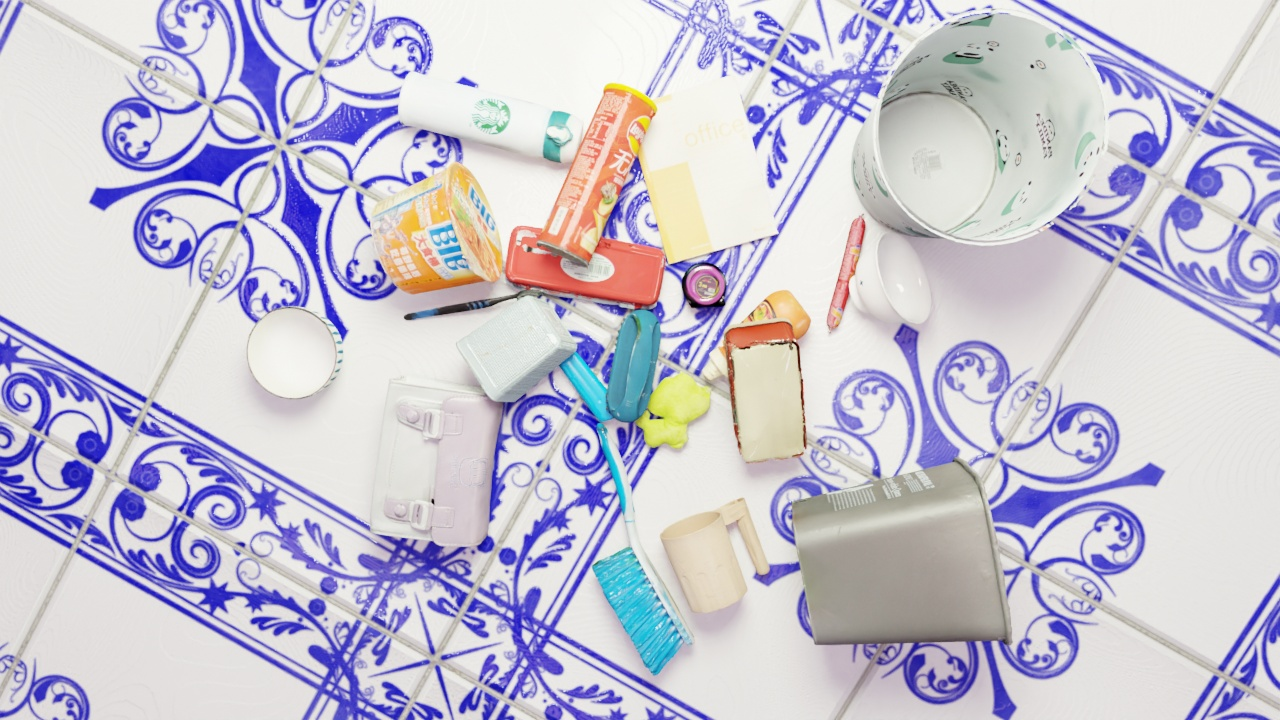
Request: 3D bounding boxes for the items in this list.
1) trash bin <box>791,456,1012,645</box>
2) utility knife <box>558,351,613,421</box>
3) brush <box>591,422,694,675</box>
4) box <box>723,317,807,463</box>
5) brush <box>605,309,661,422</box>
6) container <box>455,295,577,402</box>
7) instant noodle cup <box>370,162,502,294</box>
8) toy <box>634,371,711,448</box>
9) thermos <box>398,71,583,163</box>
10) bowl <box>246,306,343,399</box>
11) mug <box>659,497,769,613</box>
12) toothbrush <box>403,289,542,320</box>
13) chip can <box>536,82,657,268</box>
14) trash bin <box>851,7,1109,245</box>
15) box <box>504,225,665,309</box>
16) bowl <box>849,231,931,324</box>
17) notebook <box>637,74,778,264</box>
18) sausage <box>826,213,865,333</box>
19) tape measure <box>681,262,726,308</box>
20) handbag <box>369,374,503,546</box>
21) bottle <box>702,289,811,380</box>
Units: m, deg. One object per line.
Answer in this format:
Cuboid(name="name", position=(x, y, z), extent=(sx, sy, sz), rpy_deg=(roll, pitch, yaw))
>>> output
Cuboid(name="trash bin", position=(0.302, 0.234, 1.098), extent=(0.220, 0.199, 0.198), rpy_deg=(-10, 92, 10))
Cuboid(name="utility knife", position=(-0.089, 0.003, 1.180), extent=(0.034, 0.018, 0.185), rpy_deg=(-37, 89, -2))
Cuboid(name="brush", position=(-0.018, 0.241, 1.180), extent=(0.109, 0.060, 0.314), rpy_deg=(-30, 90, -1))
Cuboid(name="box", position=(0.151, 0.043, 1.110), extent=(0.091, 0.077, 0.168), rpy_deg=(-8, 119, 3))
Cuboid(name="brush", position=(-0.007, 0.007, 1.142), extent=(0.055, 0.073, 0.143), rpy_deg=(12, 85, -10))
Cuboid(name="container", position=(-0.149, -0.016, 1.135), extent=(0.111, 0.090, 0.090), rpy_deg=(-35, 80, 9))
Cuboid(name="instant noodle cup", position=(-0.249, -0.152, 1.118), extent=(0.111, 0.151, 0.151), rpy_deg=(-15, 93, 12))
Cuboid(name="toy", position=(0.041, 0.063, 1.171), extent=(0.097, 0.031, 0.100), rpy_deg=(3, 95, 5))
Cuboid(name="thermos", position=(-0.181, -0.298, 1.135), extent=(0.224, 0.073, 0.073), rpy_deg=(15, 94, 2))
Cuboid(name="bowl", position=(-0.432, -0.011, 1.172), extent=(0.116, 0.066, 0.116), rpy_deg=(0, 95, 4))
Cuboid(name="mug", position=(0.098, 0.246, 1.165), extent=(0.124, 0.084, 0.103), rpy_deg=(-22, 95, -22))
Cuboid(name="toothbrush", position=(-0.216, -0.069, 1.171), extent=(0.190, 0.016, 0.014), rpy_deg=(-9, 122, 11))
Cuboid(name="chip can", position=(-0.052, -0.223, 1.108), extent=(0.073, 0.073, 0.216), rpy_deg=(23, 85, 1))
Cuboid(name="trash bin", position=(0.348, -0.237, 1.024), extent=(0.229, 0.252, 0.229), rpy_deg=(0, 94, 2))
Cuboid(name="box", position=(-0.071, -0.117, 1.164), extent=(0.201, 0.047, 0.087), rpy_deg=(10, 95, 2))
Cuboid(name="bowl", position=(0.296, -0.092, 1.124), extent=(0.065, 0.118, 0.118), rpy_deg=(-21, 94, 43))
Cuboid(name="notebook", position=(0.077, -0.240, 1.157), extent=(0.146, 0.010, 0.206), rpy_deg=(-15, 93, 5))
Cuboid(name="sausage", position=(0.259, -0.109, 1.154), extent=(0.020, 0.020, 0.156), rpy_deg=(14, 95, 2))
Cuboid(name="tape measure", position=(0.080, -0.095, 1.154), extent=(0.057, 0.039, 0.058), rpy_deg=(-5, 99, 3))
Cuboid(name="handbag", position=(-0.256, 0.127, 1.162), extent=(0.145, 0.098, 0.197), rpy_deg=(8, 95, -3))
Cuboid(name="bottle", position=(0.140, -0.024, 1.148), extent=(0.150, 0.066, 0.067), rpy_deg=(-38, 92, 11))
